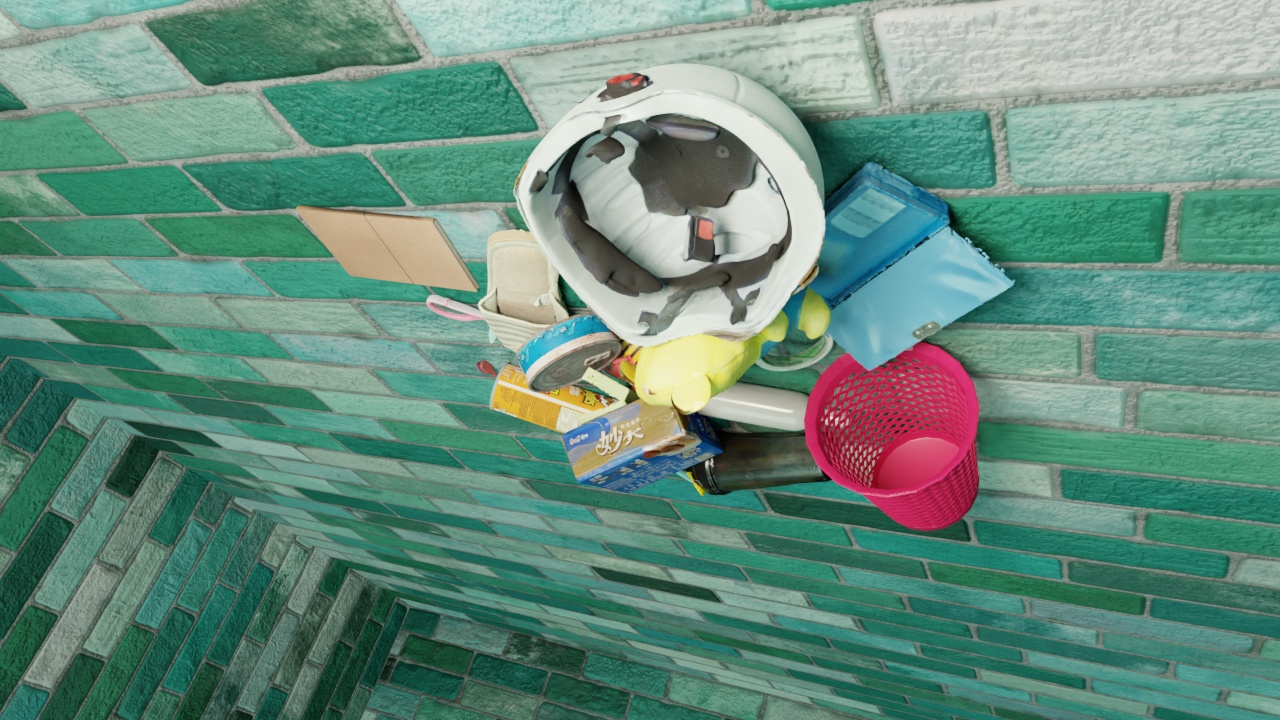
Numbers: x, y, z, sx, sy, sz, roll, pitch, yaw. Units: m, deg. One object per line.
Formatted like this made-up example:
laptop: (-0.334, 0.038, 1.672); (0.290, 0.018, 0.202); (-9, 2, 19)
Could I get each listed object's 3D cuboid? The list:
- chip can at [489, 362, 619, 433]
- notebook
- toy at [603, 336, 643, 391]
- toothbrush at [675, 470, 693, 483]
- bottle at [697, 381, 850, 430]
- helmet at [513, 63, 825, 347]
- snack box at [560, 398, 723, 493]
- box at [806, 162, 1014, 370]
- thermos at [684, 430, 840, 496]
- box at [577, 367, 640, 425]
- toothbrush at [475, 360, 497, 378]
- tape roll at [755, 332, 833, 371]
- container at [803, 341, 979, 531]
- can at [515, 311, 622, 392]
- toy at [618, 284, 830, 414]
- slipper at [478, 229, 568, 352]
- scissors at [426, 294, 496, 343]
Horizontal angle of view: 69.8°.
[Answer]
chip can: (-0.112, 0.072, 1.378); (0.215, 0.075, 0.075); (18, 153, 4)
notebook: (-0.328, -0.146, 1.197); (0.209, 0.008, 0.141); (8, 151, 21)
toy: (-0.007, 0.007, 1.229); (0.084, 0.046, 0.104); (28, 150, 14)
toothbrush: (0.025, 0.163, 1.521); (0.180, 0.016, 0.016); (32, 150, -23)
bottle: (0.174, 0.061, 1.193); (0.195, 0.052, 0.052); (9, 151, 20)
helmet: (0.041, -0.148, 0.780); (0.265, 0.163, 0.236); (-19, 122, 40)
snack box: (0.008, 0.112, 1.225); (0.155, 0.069, 0.202); (-25, 162, 13)
box: (0.225, -0.085, 0.901); (0.177, 0.047, 0.232); (33, 151, -8)
thermos: (0.168, 0.143, 1.306); (0.221, 0.098, 0.098); (-7, 143, 36)
box: (-0.025, 0.062, 1.243); (0.077, 0.090, 0.188); (7, 169, 15)
toothbrush: (-0.198, 0.055, 1.471); (0.016, 0.016, 0.190); (2, 148, 40)
tape roll: (0.172, -0.020, 1.046); (0.094, 0.018, 0.094); (-4, 146, -3)
container: (0.314, 0.107, 1.072); (0.183, 0.182, 0.226); (3, 156, 30)
can: (-0.090, -0.009, 1.165); (0.130, 0.044, 0.130); (-24, 164, -7)
toy: (0.077, -0.019, 0.893); (0.149, 0.213, 0.084); (-18, 99, 58)
slipper: (-0.143, -0.071, 1.150); (0.114, 0.054, 0.273); (9, 151, 4)
scissors: (-0.201, -0.066, 1.235); (0.170, 0.013, 0.173); (19, 149, -12)
